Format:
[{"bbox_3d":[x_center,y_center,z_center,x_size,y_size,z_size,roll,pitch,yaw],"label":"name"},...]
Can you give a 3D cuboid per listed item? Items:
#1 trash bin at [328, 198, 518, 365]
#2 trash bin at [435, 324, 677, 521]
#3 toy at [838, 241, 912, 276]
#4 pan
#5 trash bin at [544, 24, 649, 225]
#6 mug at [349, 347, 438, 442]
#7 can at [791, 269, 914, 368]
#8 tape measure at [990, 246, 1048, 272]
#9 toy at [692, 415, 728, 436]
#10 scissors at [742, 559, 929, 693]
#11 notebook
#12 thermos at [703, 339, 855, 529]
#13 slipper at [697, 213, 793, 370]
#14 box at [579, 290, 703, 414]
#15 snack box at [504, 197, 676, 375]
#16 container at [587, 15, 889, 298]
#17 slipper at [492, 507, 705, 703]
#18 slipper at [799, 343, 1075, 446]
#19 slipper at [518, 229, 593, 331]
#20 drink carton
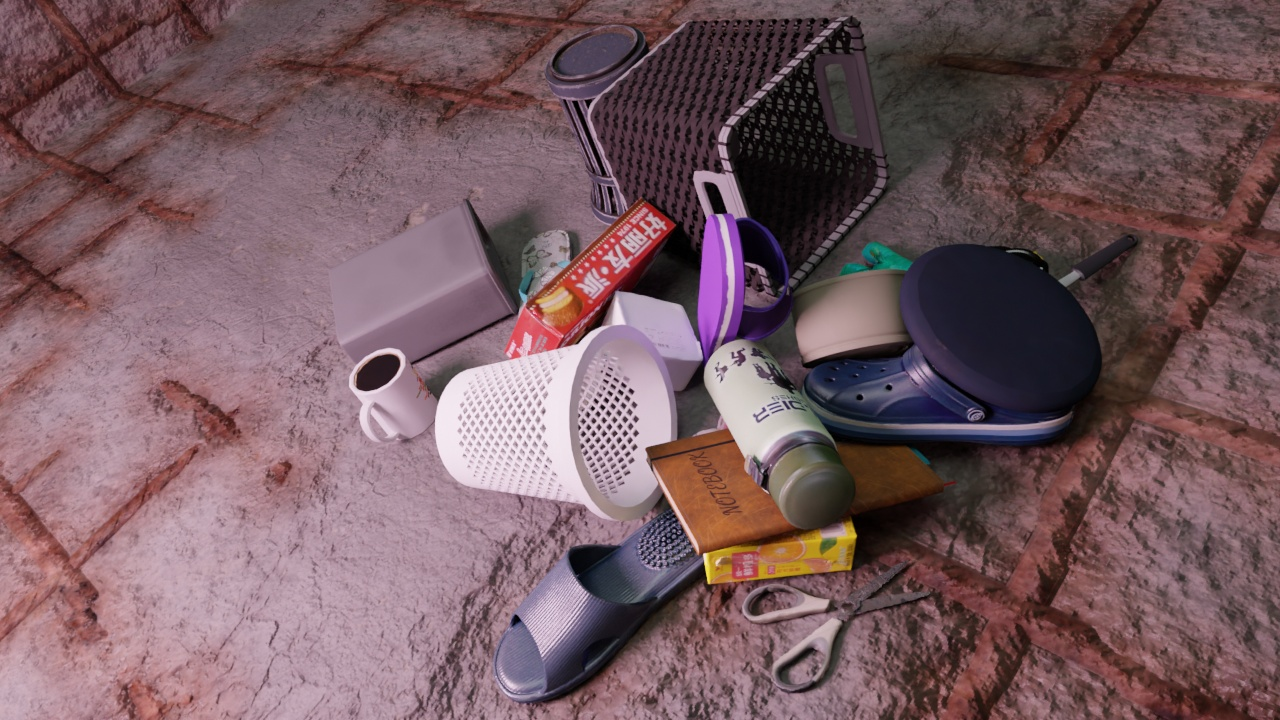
[{"bbox_3d":[-0.301,-0.098,1.261,0.220,0.098,0.191,-26,44,0],"label":"trash bin"},{"bbox_3d":[-0.096,0.068,0.966,0.200,0.195,0.195,-5,47,32],"label":"trash bin"},{"bbox_3d":[0.300,-0.087,1.014,0.130,0.072,0.193,-41,38,-10],"label":"toy"},{"bbox_3d":[0.402,-0.068,0.904,0.355,0.021,0.198,-27,64,-31],"label":"pan"},{"bbox_3d":[-0.028,-0.324,1.260,0.164,0.228,0.164,-12,45,12],"label":"trash bin"},{"bbox_3d":[-0.307,0.053,1.124,0.074,0.090,0.105,-1,49,22],"label":"mug"},{"bbox_3d":[0.222,-0.040,0.946,0.128,0.127,0.073,-11,80,13],"label":"can"},{"bbox_3d":[0.401,-0.090,0.990,0.072,0.042,0.071,5,48,24],"label":"tape measure"},{"bbox_3d":[0.081,0.092,0.953,0.109,0.047,0.063,-39,57,-22],"label":"toy"},{"bbox_3d":[0.166,0.230,0.811,0.158,0.012,0.161,8,52,27],"label":"scissors"},{"bbox_3d":[0.143,0.098,0.874,0.249,0.014,0.178,-12,28,-12],"label":"notebook"},{"bbox_3d":[0.120,0.063,0.842,0.082,0.082,0.231,-24,30,0],"label":"thermos"},{"bbox_3d":[0.111,-0.067,0.949,0.084,0.267,0.107,-5,68,-2],"label":"slipper"},{"bbox_3d":[-0.018,0.006,1.068,0.128,0.137,0.108,9,37,-24],"label":"box"},{"bbox_3d":[-0.059,-0.087,1.102,0.060,0.113,0.235,40,56,4],"label":"snack box"},{"bbox_3d":[0.119,-0.264,1.134,0.244,0.247,0.245,25,62,42],"label":"container"},{"bbox_3d":[-0.037,0.209,0.869,0.263,0.082,0.101,-36,43,-12],"label":"slipper"},{"bbox_3d":[0.281,0.020,0.876,0.253,0.095,0.104,4,37,10],"label":"slipper"},{"bbox_3d":[-0.127,-0.098,1.217,0.098,0.055,0.268,-22,43,6],"label":"slipper"},{"bbox_3d":[0.124,0.168,0.835,0.134,0.059,0.042,-6,45,0],"label":"drink carton"}]
